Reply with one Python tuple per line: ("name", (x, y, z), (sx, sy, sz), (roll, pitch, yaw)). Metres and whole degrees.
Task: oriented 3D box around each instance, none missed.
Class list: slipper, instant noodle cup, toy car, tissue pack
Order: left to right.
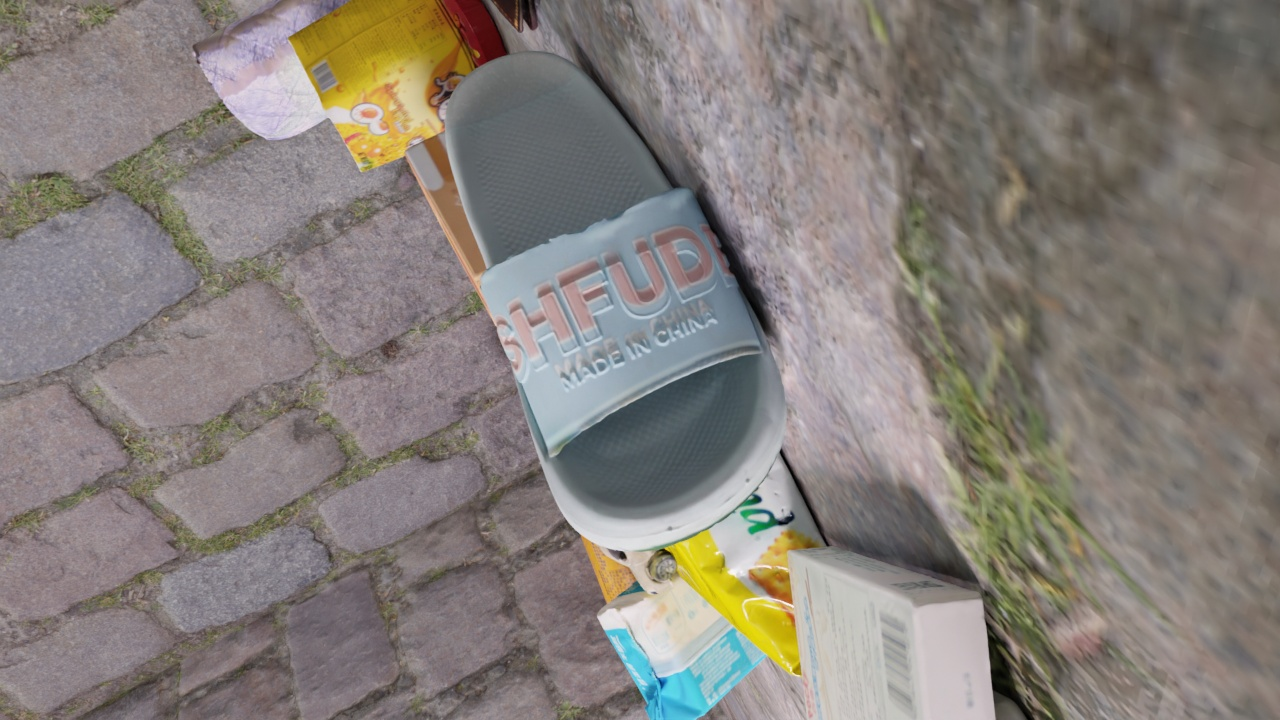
("instant noodle cup", (-0.164, -0.203, 0.641), (0.116, 0.123, 0.116), (58, 171, 21))
("slipper", (-0.019, -0.044, 0.375), (0.074, 0.104, 0.245), (83, 164, -64))
("toy car", (-0.011, 0.090, 0.505), (0.090, 0.035, 0.042), (60, 174, -14))
("tissue pack", (0.042, 0.176, 0.632), (0.063, 0.139, 0.090), (-27, 92, 51))

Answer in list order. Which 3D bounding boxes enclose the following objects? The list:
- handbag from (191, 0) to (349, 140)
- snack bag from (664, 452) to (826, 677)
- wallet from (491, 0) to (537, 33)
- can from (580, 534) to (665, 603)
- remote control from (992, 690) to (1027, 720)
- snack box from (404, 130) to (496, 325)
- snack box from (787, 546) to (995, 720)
("handbag", (-0.247, -0.258, 0.746), (0.075, 0.194, 0.134), (57, 176, 2))
("snack bag", (0.030, 0.061, 0.520), (0.246, 0.068, 0.158), (62, 172, -8))
("wallet", (-0.078, -0.220, 0.426), (0.096, 0.020, 0.122), (56, 170, 4))
("can", (-0.006, 0.148, 0.680), (0.058, 0.058, 0.146), (-146, 35, -73))
("remote control", (0.128, 0.154, 0.383), (0.058, 0.021, 0.150), (61, 173, 4))
("snack box", (-0.072, -0.091, 0.548), (0.094, 0.092, 0.077), (59, 172, 16))
("snack box", (0.095, 0.125, 0.369), (0.157, 0.027, 0.084), (133, 131, -82))
